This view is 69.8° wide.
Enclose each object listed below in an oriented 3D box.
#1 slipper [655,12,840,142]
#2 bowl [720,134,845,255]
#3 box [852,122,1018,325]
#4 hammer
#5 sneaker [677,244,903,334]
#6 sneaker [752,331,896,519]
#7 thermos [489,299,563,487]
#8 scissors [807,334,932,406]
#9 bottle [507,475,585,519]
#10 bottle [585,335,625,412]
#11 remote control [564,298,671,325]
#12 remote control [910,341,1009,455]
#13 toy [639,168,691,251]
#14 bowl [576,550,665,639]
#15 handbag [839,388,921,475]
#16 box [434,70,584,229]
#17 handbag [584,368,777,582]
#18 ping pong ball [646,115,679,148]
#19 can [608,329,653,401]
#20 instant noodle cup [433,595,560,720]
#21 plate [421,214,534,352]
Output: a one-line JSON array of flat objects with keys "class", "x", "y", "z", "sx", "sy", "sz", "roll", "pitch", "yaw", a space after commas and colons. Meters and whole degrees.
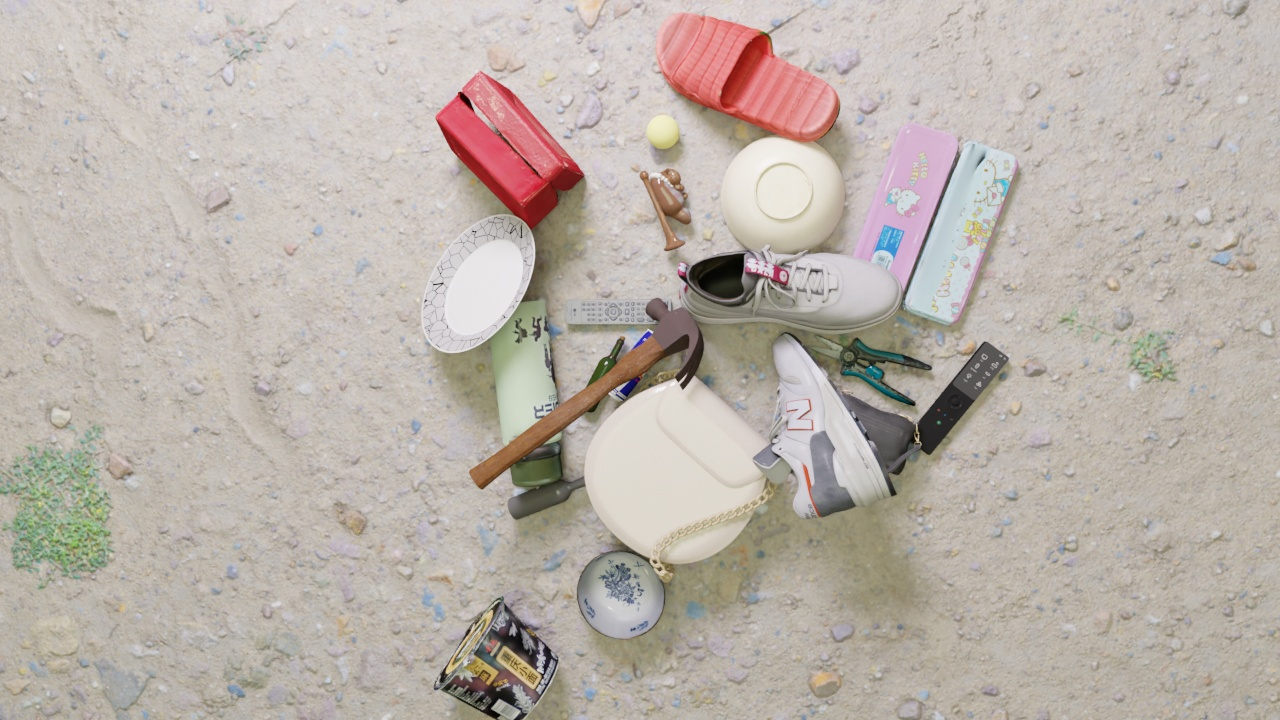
[{"class": "slipper", "x": 0.116, "y": -0.337, "z": 1.071, "sx": 0.249, "sy": 0.059, "sz": 0.103, "roll": 34, "pitch": 94, "yaw": 18}, {"class": "bowl", "x": 0.168, "y": -0.198, "z": 1.088, "sx": 0.151, "sy": 0.075, "sz": 0.151, "roll": 1, "pitch": 94, "yaw": 9}, {"class": "box", "x": 0.345, "y": -0.161, "z": 1.090, "sx": 0.151, "sy": 0.035, "sz": 0.214, "roll": 19, "pitch": 97, "yaw": 3}, {"class": "hammer", "x": -0.065, "y": 0.049, "z": 1.094, "sx": 0.323, "sy": 0.033, "sz": 0.115, "roll": -36, "pitch": 55, "yaw": -2}, {"class": "sneaker", "x": 0.167, "y": -0.089, "z": 1.053, "sx": 0.263, "sy": 0.128, "sz": 0.096, "roll": 3, "pitch": 82, "yaw": 13}, {"class": "sneaker", "x": 0.182, "y": 0.083, "z": 1.058, "sx": 0.124, "sy": 0.089, "sz": 0.239, "roll": -33, "pitch": 55, "yaw": 4}, {"class": "thermos", "x": -0.144, "y": 0.043, "z": 1.150, "sx": 0.082, "sy": 0.082, "sz": 0.231, "roll": -6, "pitch": 94, "yaw": 9}, {"class": "scissors", "x": 0.282, "y": 0.009, "z": 1.117, "sx": 0.123, "sy": 0.019, "sz": 0.148, "roll": -29, "pitch": 88, "yaw": 10}, {"class": "bottle", "x": -0.115, "y": 0.172, "z": 1.176, "sx": 0.113, "sy": 0.030, "sz": 0.030, "roll": -23, "pitch": 91, "yaw": 17}, {"class": "bottle", "x": -0.046, "y": 0.016, "z": 1.162, "sx": 0.025, "sy": 0.025, "sz": 0.106, "roll": 29, "pitch": 98, "yaw": 5}, {"class": "remote control", "x": -0.029, "y": -0.061, "z": 1.159, "sx": 0.136, "sy": 0.013, "sz": 0.033, "roll": 0, "pitch": 94, "yaw": 8}, {"class": "remote control", "x": 0.382, "y": 0.046, "z": 1.107, "sx": 0.034, "sy": 0.013, "sz": 0.150, "roll": 37, "pitch": 99, "yaw": 4}, {"class": "toy", "x": 0.036, "y": -0.191, "z": 1.124, "sx": 0.054, "sy": 0.042, "sz": 0.102, "roll": -30, "pitch": 102, "yaw": -29}, {"class": "bowl", "x": -0.022, "y": 0.293, "z": 1.172, "sx": 0.114, "sy": 0.045, "sz": 0.114, "roll": 1, "pitch": 95, "yaw": 8}, {"class": "handbag", "x": 0.274, "y": 0.087, "z": 1.107, "sx": 0.128, "sy": 0.054, "sz": 0.079, "roll": 21, "pitch": 92, "yaw": 11}, {"class": "box", "x": -0.162, "y": -0.249, "z": 1.106, "sx": 0.110, "sy": 0.134, "sz": 0.157, "roll": -42, "pitch": 87, "yaw": 6}, {"class": "handbag", "x": 0.042, "y": 0.137, "z": 1.121, "sx": 0.210, "sy": 0.103, "sz": 0.209, "roll": 42, "pitch": 95, "yaw": 2}, {"class": "ping pong ball", "x": 0.027, "y": -0.279, "z": 1.119, "sx": 0.040, "sy": 0.040, "sz": 0.040, "roll": 1, "pitch": 95, "yaw": 8}, {"class": "can", "x": -0.007, "y": 0.007, "z": 1.145, "sx": 0.032, "sy": 0.032, "sz": 0.095, "roll": 38, "pitch": 89, "yaw": 4}, {"class": "instant noodle cup", "x": -0.177, "y": 0.391, "z": 1.166, "sx": 0.112, "sy": 0.137, "sz": 0.137, "roll": 40, "pitch": 99, "yaw": -6}, {"class": "plate", "x": -0.197, "y": -0.093, "z": 1.132, "sx": 0.189, "sy": 0.016, "sz": 0.188, "roll": -19, "pitch": 57, "yaw": 30}]
